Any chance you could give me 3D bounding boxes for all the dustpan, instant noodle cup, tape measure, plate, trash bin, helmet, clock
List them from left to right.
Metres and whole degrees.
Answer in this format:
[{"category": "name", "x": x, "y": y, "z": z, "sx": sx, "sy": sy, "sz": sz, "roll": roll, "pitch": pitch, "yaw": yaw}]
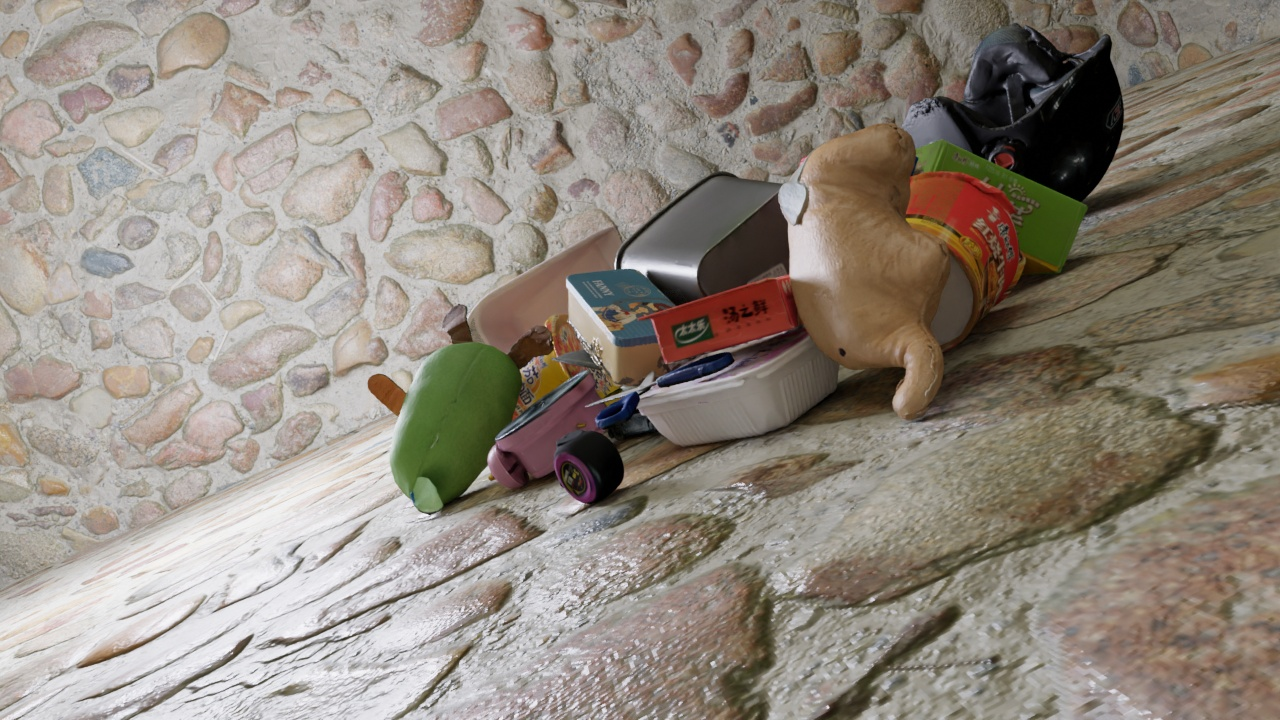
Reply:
[{"category": "clock", "x": -0.097, "y": 0.075, "z": 0.936, "sx": 0.159, "sy": 0.060, "sz": 0.117, "roll": -31, "pitch": 8, "yaw": 31}, {"category": "instant noodle cup", "x": -0.104, "y": 0.028, "z": 1.118, "sx": 0.110, "sy": 0.138, "sz": 0.137, "roll": -29, "pitch": 5, "yaw": 20}, {"category": "dustpan", "x": -0.104, "y": -0.035, "z": 1.279, "sx": 0.274, "sy": 0.222, "sz": 0.138, "roll": -35, "pitch": -8, "yaw": 13}, {"category": "tape measure", "x": -0.041, "y": 0.085, "z": 0.745, "sx": 0.058, "sy": 0.057, "sz": 0.039, "roll": 25, "pitch": 40, "yaw": 37}, {"category": "plate", "x": -0.006, "y": 0.006, "z": 0.992, "sx": 0.179, "sy": 0.024, "sz": 0.179, "roll": 11, "pitch": 0, "yaw": 0}, {"category": "instant noodle cup", "x": 0.088, "y": 0.023, "z": 0.784, "sx": 0.137, "sy": 0.060, "sz": 0.174, "roll": -29, "pitch": 10, "yaw": -39}, {"category": "trash bin", "x": 0.112, "y": -0.089, "z": 0.997, "sx": 0.198, "sy": 0.199, "sz": 0.220, "roll": -40, "pitch": 16, "yaw": -6}, {"category": "instant noodle cup", "x": 0.237, "y": -0.074, "z": 0.765, "sx": 0.138, "sy": 0.138, "sz": 0.108, "roll": -18, "pitch": 18, "yaw": 41}, {"category": "helmet", "x": 0.459, "y": -0.274, "z": 1.116, "sx": 0.232, "sy": 0.230, "sz": 0.275, "roll": -45, "pitch": 16, "yaw": -30}]

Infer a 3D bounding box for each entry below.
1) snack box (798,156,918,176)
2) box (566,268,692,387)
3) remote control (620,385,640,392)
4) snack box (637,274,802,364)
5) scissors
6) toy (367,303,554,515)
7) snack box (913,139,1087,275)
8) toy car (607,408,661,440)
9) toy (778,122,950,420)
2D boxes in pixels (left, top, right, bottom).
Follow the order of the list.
[{"category": "snack box", "x": 0.205, "y": -0.177, "z": 0.914, "sx": 0.207, "sy": 0.058, "sz": 0.057, "roll": -133, "pitch": 65, "yaw": -80}, {"category": "box", "x": -0.015, "y": -0.039, "z": 0.932, "sx": 0.089, "sy": 0.059, "sz": 0.184, "roll": -9, "pitch": 31, "yaw": -22}, {"category": "remote control", "x": -0.026, "y": 0.043, "z": 1.179, "sx": 0.136, "sy": 0.020, "sz": 0.055, "roll": -22, "pitch": 6, "yaw": 13}, {"category": "snack box", "x": 0.076, "y": -0.035, "z": 0.757, "sx": 0.113, "sy": 0.044, "sz": 0.127, "roll": -16, "pitch": 1, "yaw": 24}, {"category": "scissors", "x": 0.006, "y": 0.024, "z": 0.761, "sx": 0.163, "sy": 0.012, "sz": 0.175, "roll": -23, "pitch": 7, "yaw": 24}, {"category": "toy", "x": -0.204, "y": 0.056, "z": 1.036, "sx": 0.090, "sy": 0.227, "sz": 0.246, "roll": 81, "pitch": -149, "yaw": -68}, {"category": "snack box", "x": 0.309, "y": -0.143, "z": 0.918, "sx": 0.210, "sy": 0.157, "sz": 0.070, "roll": -162, "pitch": 93, "yaw": -81}, {"category": "toy car", "x": 0.011, "y": 0.052, "z": 0.927, "sx": 0.054, "sy": 0.037, "sz": 0.121, "roll": -30, "pitch": 6, "yaw": -37}, {"category": "toy", "x": 0.165, "y": -0.056, "z": 0.664, "sx": 0.082, "sy": 0.225, "sz": 0.144, "roll": -2, "pitch": -21, "yaw": -20}]
